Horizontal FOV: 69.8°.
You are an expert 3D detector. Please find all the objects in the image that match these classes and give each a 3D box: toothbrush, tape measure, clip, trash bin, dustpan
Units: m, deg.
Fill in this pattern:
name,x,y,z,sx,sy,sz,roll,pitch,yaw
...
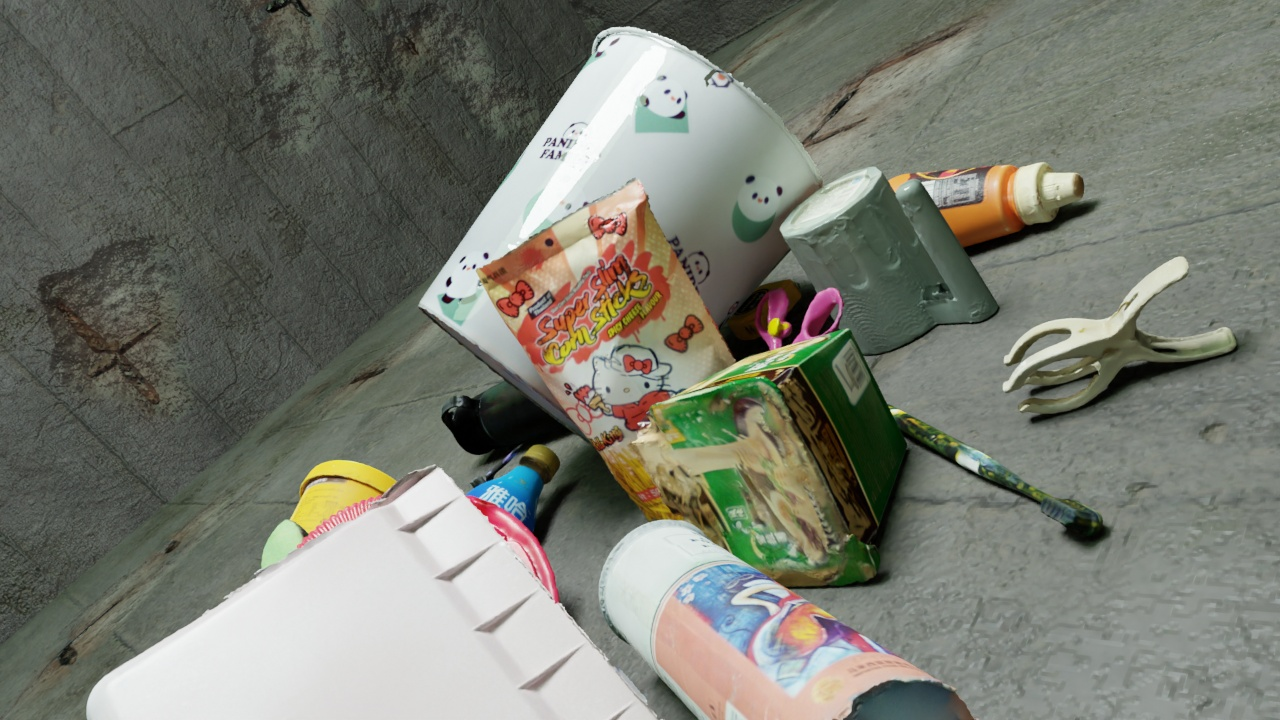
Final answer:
name,x,y,z,sx,sy,sz,roll,pitch,yaw
toothbrush,-0.129,0.096,0.815,0.014,0.017,0.189,-40,-1,-27
toothbrush,0.164,0.049,0.467,0.186,0.017,0.012,-137,63,-72
tape measure,0.103,-0.040,0.783,0.059,0.029,0.057,-47,21,-27
clip,0.229,-0.007,0.451,0.100,0.070,0.034,-33,16,35
trash bin,-0.021,-0.082,0.713,0.251,0.229,0.230,-52,20,-9
dustpan,-0.155,0.212,0.463,0.272,0.139,0.222,-23,49,-31

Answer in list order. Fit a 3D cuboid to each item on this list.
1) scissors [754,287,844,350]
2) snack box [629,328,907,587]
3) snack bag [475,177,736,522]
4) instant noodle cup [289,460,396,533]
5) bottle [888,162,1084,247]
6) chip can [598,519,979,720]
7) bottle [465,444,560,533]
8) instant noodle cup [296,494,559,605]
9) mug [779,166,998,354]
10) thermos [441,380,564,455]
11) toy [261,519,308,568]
name,x,y,z,sx,sy,sz,roll,pitch,yaw
scissors,0.101,-0.002,0.632,0.134,0.017,0.133,-41,37,49
snack box,0.080,0.044,0.503,0.118,0.118,0.105,-17,16,47
snack bag,-0.003,0.003,0.583,0.129,0.208,0.073,-26,14,22
instant noodle cup,-0.276,0.172,0.839,0.119,0.118,0.114,-25,29,33
bottle,0.241,-0.112,0.661,0.150,0.067,0.066,-5,36,47
chip can,0.047,0.127,0.389,0.071,0.071,0.215,-41,16,-12
bottle,-0.128,0.147,0.698,0.065,0.065,0.218,-19,24,43
instant noodle cup,-0.149,0.152,0.552,0.194,0.066,0.193,-4,54,6
mug,0.166,-0.069,0.618,0.083,0.103,0.124,-44,18,-22
thermos,-0.097,0.034,0.887,0.243,0.090,0.068,-23,61,37
toy,-0.276,0.239,0.659,0.247,0.090,0.226,-57,10,22
